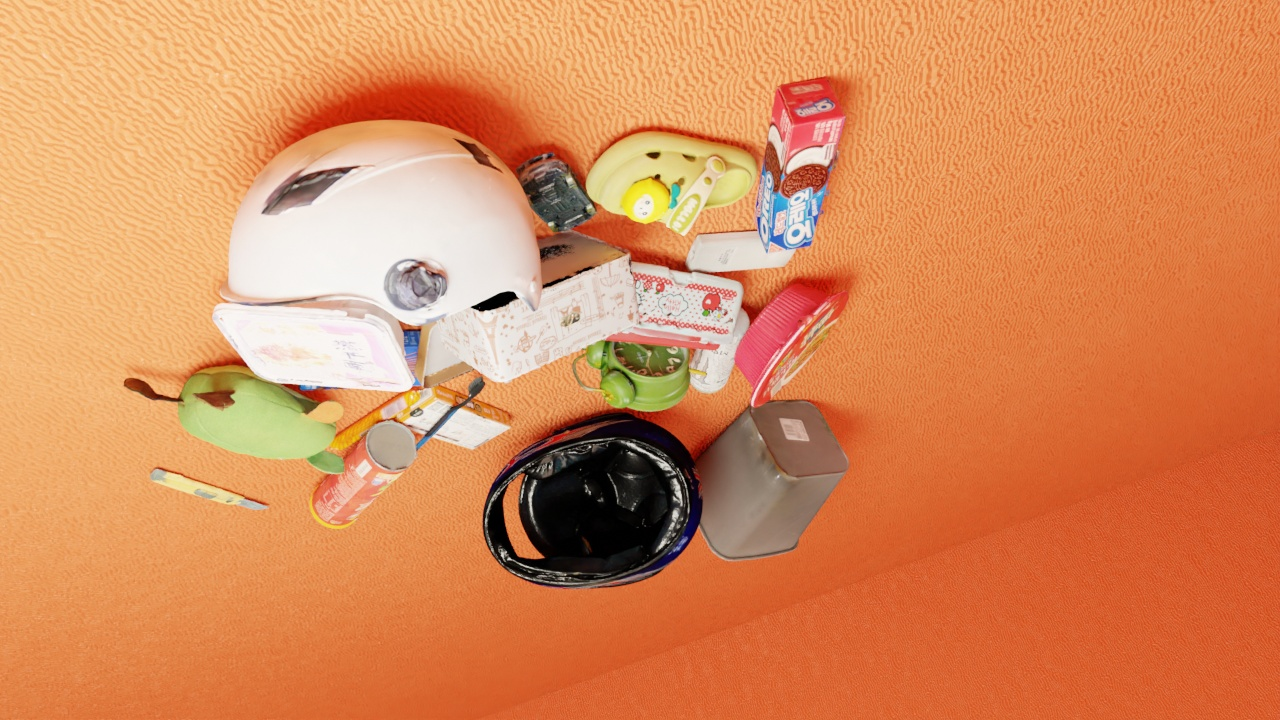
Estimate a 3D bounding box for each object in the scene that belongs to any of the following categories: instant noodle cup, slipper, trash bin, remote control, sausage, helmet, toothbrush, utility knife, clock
[{"bbox_3d":[-0.319,-0.030,0.923,0.173,0.060,0.138,3,148,4],"label":"instant noodle cup"},{"bbox_3d":[0.042,-0.173,0.917,0.190,0.081,0.092,-5,145,-29],"label":"slipper"},{"bbox_3d":[0.211,0.191,1.539,0.198,0.198,0.220,-2,139,-32],"label":"trash bin"},{"bbox_3d":[0.123,-0.131,1.094,0.135,0.019,0.056,-7,148,-20],"label":"remote control"},{"bbox_3d":[-0.341,0.076,1.176,0.165,0.021,0.021,-30,149,20],"label":"sausage"},{"bbox_3d":[-0.206,-0.122,0.751,0.258,0.229,0.146,-5,107,-33],"label":"helmet"},{"bbox_3d":[-0.069,0.209,1.343,0.315,0.247,0.240,-12,176,-7],"label":"helmet"},{"bbox_3d":[-0.251,0.073,1.180,0.014,0.016,0.190,0,149,-45],"label":"toothbrush"},{"bbox_3d":[-0.572,0.174,1.222,0.031,0.020,0.195,-21,156,15],"label":"utility knife"},{"bbox_3d":[0.187,-0.030,1.203,0.193,0.066,0.194,-44,162,-19],"label":"instant noodle cup"},{"bbox_3d":[-0.007,0.007,1.161,0.161,0.116,0.056,-12,139,-19],"label":"clock"}]

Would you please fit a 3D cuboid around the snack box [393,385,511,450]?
[{"bbox_3d":[-0.250,0.078,1.228,0.075,0.026,0.153,-30,149,21],"label":"snack box"}]

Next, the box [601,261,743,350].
[{"bbox_3d":[0.024,-0.072,1.091,0.201,0.095,0.102,5,116,-34],"label":"box"}]

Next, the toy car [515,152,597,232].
[{"bbox_3d":[-0.083,-0.164,0.905,0.054,0.036,0.120,-24,161,8],"label":"toy car"}]

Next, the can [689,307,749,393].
[{"bbox_3d":[0.104,-0.015,1.242,0.058,0.058,0.147,-10,150,-15],"label":"can"}]

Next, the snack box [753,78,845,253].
[{"bbox_3d":[0.164,-0.197,0.968,0.058,0.057,0.208,-12,151,-7],"label":"snack box"}]

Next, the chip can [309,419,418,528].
[{"bbox_3d":[-0.371,0.155,1.218,0.073,0.073,0.217,5,150,-36],"label":"chip can"}]

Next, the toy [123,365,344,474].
[{"bbox_3d":[-0.431,0.059,1.022,0.227,0.089,0.246,0,162,22],"label":"toy"}]

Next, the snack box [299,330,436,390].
[{"bbox_3d":[-0.308,-0.001,1.058,0.157,0.026,0.085,-2,147,-27],"label":"snack box"}]

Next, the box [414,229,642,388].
[{"bbox_3d":[-0.134,-0.051,0.964,0.178,0.130,0.273,-25,-175,-29],"label":"box"}]
